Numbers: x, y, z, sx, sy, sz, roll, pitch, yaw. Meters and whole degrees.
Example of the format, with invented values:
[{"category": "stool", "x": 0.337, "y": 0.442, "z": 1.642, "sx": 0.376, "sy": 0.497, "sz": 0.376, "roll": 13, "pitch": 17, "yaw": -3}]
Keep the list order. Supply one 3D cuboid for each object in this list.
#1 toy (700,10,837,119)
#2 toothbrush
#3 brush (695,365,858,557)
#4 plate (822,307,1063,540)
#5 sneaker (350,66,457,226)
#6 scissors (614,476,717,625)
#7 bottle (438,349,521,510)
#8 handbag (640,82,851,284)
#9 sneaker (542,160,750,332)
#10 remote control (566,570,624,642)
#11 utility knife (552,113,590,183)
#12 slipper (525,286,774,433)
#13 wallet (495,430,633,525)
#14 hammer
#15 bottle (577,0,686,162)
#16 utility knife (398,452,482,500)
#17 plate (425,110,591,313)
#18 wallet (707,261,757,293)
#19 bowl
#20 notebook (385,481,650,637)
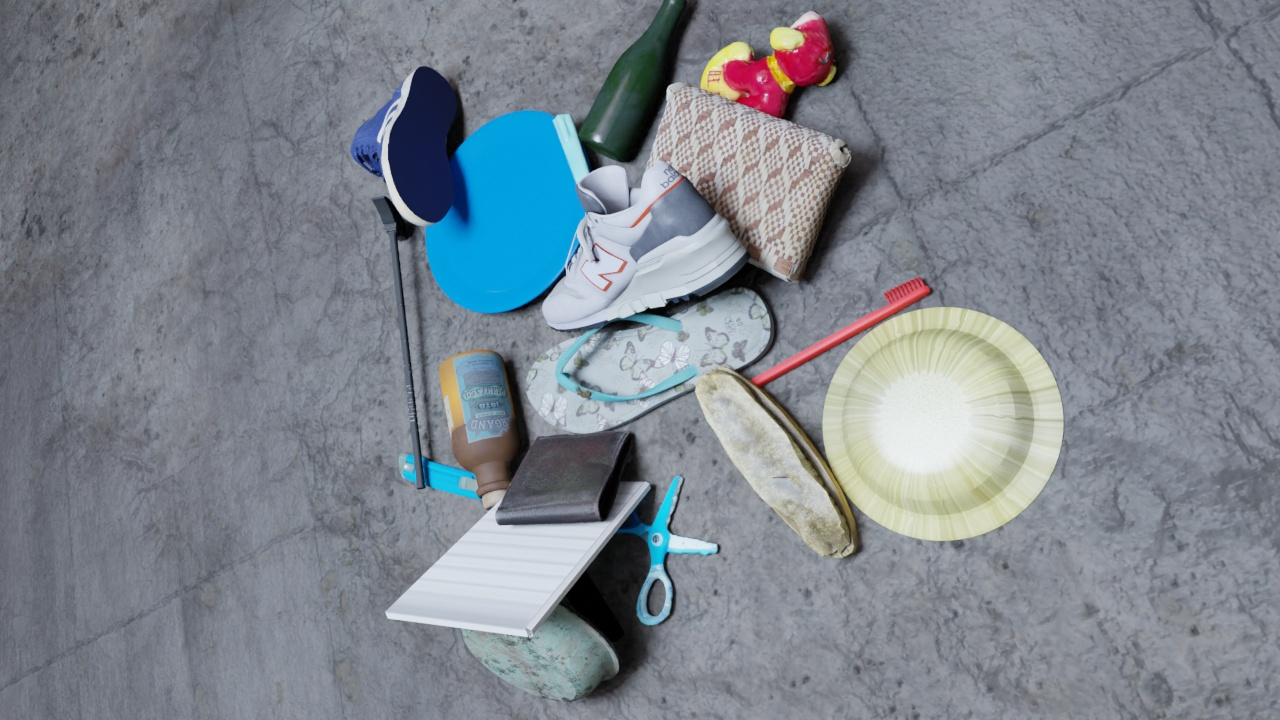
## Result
[{"category": "toy", "x": 0.112, "y": -0.250, "z": 0.829, "sx": 0.138, "sy": 0.067, "sz": 0.105, "roll": -23, "pitch": 75, "yaw": 35}, {"category": "toothbrush", "x": 0.147, "y": -0.013, "z": 0.784, "sx": 0.213, "sy": 0.012, "sz": 0.018, "roll": -31, "pitch": 65, "yaw": 23}, {"category": "brush", "x": 0.112, "y": 0.082, "z": 0.763, "sx": 0.059, "sy": 0.043, "sz": 0.195, "roll": -43, "pitch": 67, "yaw": 18}, {"category": "plate", "x": 0.223, "y": 0.045, "z": 0.710, "sx": 0.185, "sy": 0.036, "sz": 0.184, "roll": -7, "pitch": 76, "yaw": 31}, {"category": "sneaker", "x": -0.275, "y": -0.216, "z": 1.019, "sx": 0.119, "sy": 0.091, "sz": 0.232, "roll": -28, "pitch": 49, "yaw": 31}, {"category": "scissors", "x": 0.007, "y": 0.166, "z": 0.834, "sx": 0.140, "sy": 0.011, "sz": 0.134, "roll": 17, "pitch": 89, "yaw": 35}, {"category": "bottle", "x": -0.157, "y": 0.072, "z": 0.922, "sx": 0.068, "sy": 0.067, "sz": 0.156, "roll": -25, "pitch": 68, "yaw": 25}, {"category": "handbag", "x": 0.087, "y": -0.159, "z": 0.809, "sx": 0.186, "sy": 0.046, "sz": 0.124, "roll": 30, "pitch": 110, "yaw": 29}, {"category": "sneaker", "x": -0.021, "y": -0.108, "z": 0.819, "sx": 0.240, "sy": 0.088, "sz": 0.124, "roll": -11, "pitch": 116, "yaw": 42}, {"category": "remote control", "x": -0.066, "y": 0.197, "z": 0.855, "sx": 0.013, "sy": 0.034, "sz": 0.150, "roll": -45, "pitch": 63, "yaw": 16}, {"category": "utility knife", "x": -0.058, "y": -0.182, "z": 0.914, "sx": 0.022, "sy": 0.015, "sz": 0.166, "roll": -30, "pitch": 63, "yaw": 23}, {"category": "slipper", "x": -0.005, "y": 0.005, "z": 0.852, "sx": 0.269, "sy": 0.054, "sz": 0.098, "roll": -17, "pitch": 75, "yaw": 27}, {"category": "wallet", "x": -0.066, "y": 0.107, "z": 0.833, "sx": 0.099, "sy": 0.119, "sz": 0.031, "roll": -5, "pitch": 121, "yaw": 17}, {"category": "hammer", "x": -0.259, "y": -0.022, "z": 1.002, "sx": 0.015, "sy": 0.095, "sz": 0.324, "roll": -9, "pitch": 76, "yaw": -2}, {"category": "bottle", "x": 0.000, "y": -0.286, "z": 0.909, "sx": 0.055, "sy": 0.055, "sz": 0.174, "roll": 30, "pitch": 95, "yaw": 33}, {"category": "utility knife", "x": -0.176, "y": 0.127, "z": 0.955, "sx": 0.222, "sy": 0.015, "sz": 0.031, "roll": 8, "pitch": 88, "yaw": 30}, {"category": "plate", "x": -0.140, "y": -0.158, "z": 0.985, "sx": 0.225, "sy": 0.024, "sz": 0.224, "roll": -8, "pitch": 75, "yaw": 30}, {"category": "wallet", "x": 0.092, "y": -0.121, "z": 0.840, "sx": 0.116, "sy": 0.018, "sz": 0.091, "roll": -27, "pitch": 67, "yaw": 23}, {"category": "bowl", "x": -0.096, "y": 0.250, "z": 0.798, "sx": 0.158, "sy": 0.157, "sz": 0.038, "roll": 2, "pitch": 44, "yaw": 32}, {"category": "notebook", "x": -0.098, "y": 0.159, "z": 0.788, "sx": 0.143, "sy": 0.209, "sz": 0.009, "roll": -3, "pitch": 113, "yaw": 29}]
